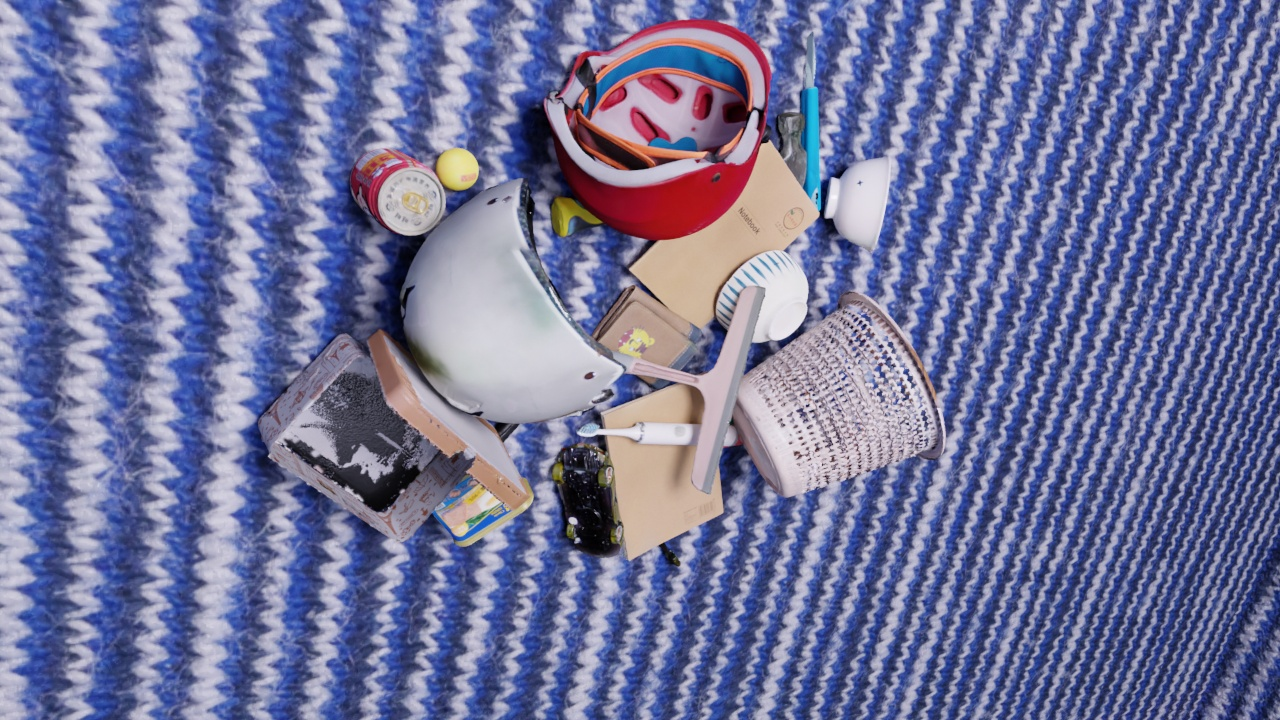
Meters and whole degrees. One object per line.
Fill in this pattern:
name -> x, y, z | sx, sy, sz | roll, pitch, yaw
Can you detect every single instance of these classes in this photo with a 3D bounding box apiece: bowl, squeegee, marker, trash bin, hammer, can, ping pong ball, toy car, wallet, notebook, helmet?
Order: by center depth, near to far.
can -> -0.220, -0.153, 0.831 | 0.066, 0.094, 0.067 | -12, 116, -27
helmet -> -0.133, -0.034, 0.844 | 0.156, 0.274, 0.230 | -27, 96, -9
ping pong ball -> -0.175, -0.183, 0.878 | 0.040, 0.040, 0.040 | -13, 116, -27
helmet -> 0.024, -0.215, 0.904 | 0.239, 0.207, 0.144 | -55, 158, -32
can -> -0.181, 0.140, 0.994 | 0.102, 0.057, 0.083 | -32, 128, -3
hammer -> 0.052, -0.187, 1.022 | 0.322, 0.032, 0.126 | -18, 118, -24
marker -> -0.119, 0.043, 1.023 | 0.132, 0.022, 0.020 | -46, 120, -6
squeegee -> -0.006, 0.006, 1.031 | 0.249, 0.040, 0.248 | 14, 95, -19
notebook -> 0.100, -0.138, 1.052 | 0.208, 0.008, 0.148 | -43, 136, 5
wallet -> 0.007, -0.026, 1.062 | 0.115, 0.033, 0.090 | 33, 100, -34
toy car -> -0.059, 0.169, 1.091 | 0.042, 0.070, 0.158 | -56, 145, -56
bowl -> 0.155, -0.066, 1.095 | 0.116, 0.066, 0.117 | -26, 144, -21
trash bin -> 0.219, 0.058, 1.100 | 0.192, 0.227, 0.228 | -27, 123, -5
bowl -> 0.260, -0.195, 1.117 | 0.065, 0.118, 0.118 | 10, 110, 6
notebook -> 0.033, 0.131, 1.126 | 0.149, 0.012, 0.212 | -21, 120, -24

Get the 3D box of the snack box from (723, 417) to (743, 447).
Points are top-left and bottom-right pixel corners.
snack box -> 0.076, 0.075, 1.154 | 0.155, 0.027, 0.077 | -7, 114, -29

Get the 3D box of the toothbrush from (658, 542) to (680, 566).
toothbrush -> 0.001, 0.198, 1.161 | 0.026, 0.027, 0.213 | -43, 126, -14

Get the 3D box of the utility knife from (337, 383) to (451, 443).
utility knife -> -0.228, 0.076, 0.972 | 0.206, 0.021, 0.031 | 37, 94, -31

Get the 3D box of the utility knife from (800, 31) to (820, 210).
utility knife -> 0.199, -0.277, 1.073 | 0.018, 0.034, 0.205 | -12, 115, -14

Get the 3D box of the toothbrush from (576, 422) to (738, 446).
toothbrush -> 0.022, 0.085, 1.077 | 0.220, 0.026, 0.026 | 5, 143, -33

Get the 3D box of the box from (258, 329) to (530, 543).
box -> -0.223, 0.087, 0.855 | 0.157, 0.193, 0.183 | -49, 124, -6
